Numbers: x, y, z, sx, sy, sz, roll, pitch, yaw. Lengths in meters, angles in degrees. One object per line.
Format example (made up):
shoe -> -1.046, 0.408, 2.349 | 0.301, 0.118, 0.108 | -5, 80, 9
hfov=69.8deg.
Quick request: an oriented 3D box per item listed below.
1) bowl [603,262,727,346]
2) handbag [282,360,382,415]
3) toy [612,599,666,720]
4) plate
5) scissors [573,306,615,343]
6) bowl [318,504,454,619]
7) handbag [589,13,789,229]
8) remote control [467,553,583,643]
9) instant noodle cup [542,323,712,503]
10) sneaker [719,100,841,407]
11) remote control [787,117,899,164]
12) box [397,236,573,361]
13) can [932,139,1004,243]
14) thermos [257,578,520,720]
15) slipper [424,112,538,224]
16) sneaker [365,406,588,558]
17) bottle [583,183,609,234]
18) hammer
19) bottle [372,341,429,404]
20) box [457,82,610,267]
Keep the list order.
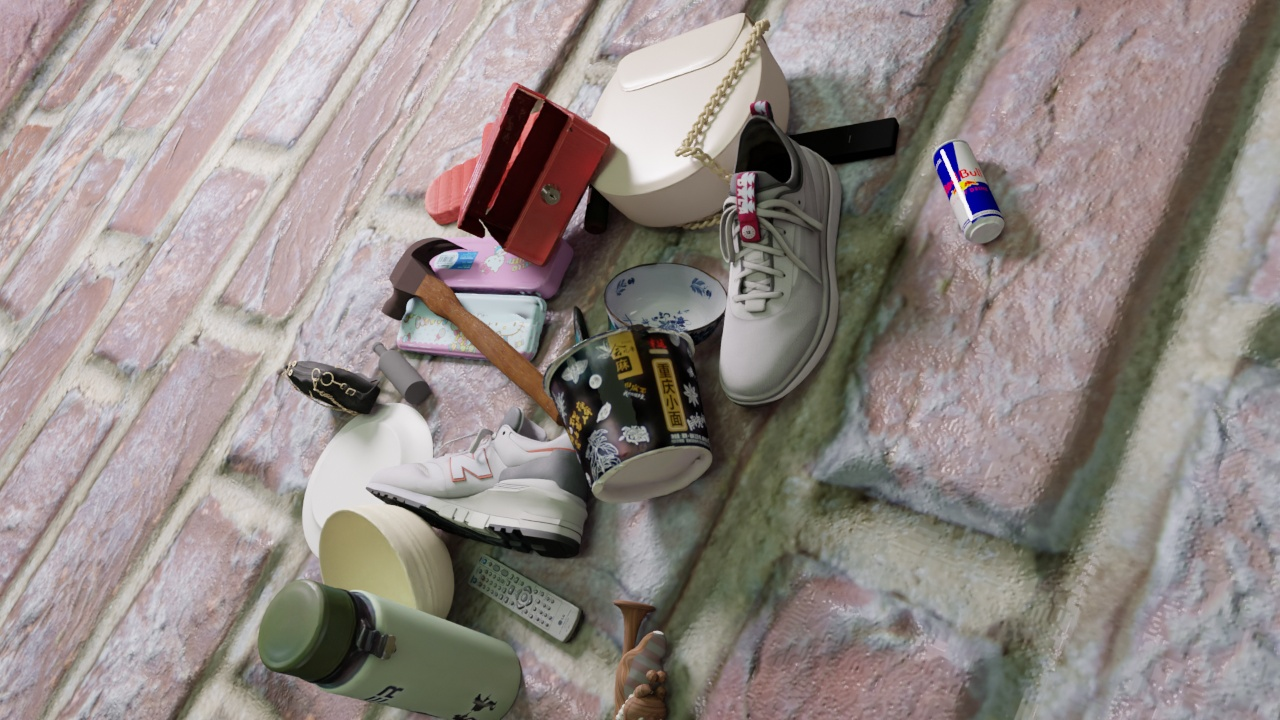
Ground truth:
bowl -> 0.023, -0.041, 0.851 | 0.114, 0.045, 0.114 | 1, 39, -1
handbag -> -0.356, 0.024, 1.052 | 0.129, 0.079, 0.054 | 9, 72, 46
toy -> -0.001, 0.243, 0.720 | 0.055, 0.041, 0.101 | -14, 63, 53
plate -> -0.306, 0.129, 1.003 | 0.189, 0.016, 0.188 | -16, 56, 25
scissors -> -0.038, -0.009, 0.905 | 0.123, 0.019, 0.148 | 20, 78, 39
bowl -> -0.224, 0.197, 0.853 | 0.151, 0.075, 0.151 | 14, 112, 38
handbag -> 0.040, -0.243, 0.926 | 0.211, 0.103, 0.208 | -7, 61, 36
remote control -> -0.105, 0.212, 0.823 | 0.137, 0.013, 0.033 | 17, 75, 39
instant noodle cup -> -0.003, 0.051, 0.780 | 0.137, 0.137, 0.112 | -28, 61, 17
sneaker -> 0.108, -0.092, 0.785 | 0.097, 0.128, 0.262 | -2, 65, 34
remote control -> 0.172, -0.204, 0.882 | 0.150, 0.013, 0.034 | -2, 63, 34
box -> -0.181, -0.072, 1.032 | 0.215, 0.035, 0.150 | 4, 70, 35
can -> 0.273, -0.141, 0.766 | 0.032, 0.032, 0.095 | -23, 53, 21
thermos -> -0.189, 0.233, 0.722 | 0.082, 0.231, 0.082 | -16, 55, 24
slipper -> -0.172, -0.241, 1.104 | 0.249, 0.059, 0.103 | -17, 56, 27
sneaker -> -0.141, 0.104, 0.872 | 0.240, 0.089, 0.124 | 10, 65, 28
bottle -> -0.045, -0.187, 1.009 | 0.025, 0.025, 0.105 | -11, 58, 28
hammer -> -0.171, -0.031, 0.972 | 0.323, 0.033, 0.115 | 38, 99, 36
bottle -> -0.278, 0.009, 1.046 | 0.030, 0.030, 0.113 | -50, 49, -1
box -> -0.115, -0.194, 0.952 | 0.158, 0.110, 0.134 | -63, 21, 15
